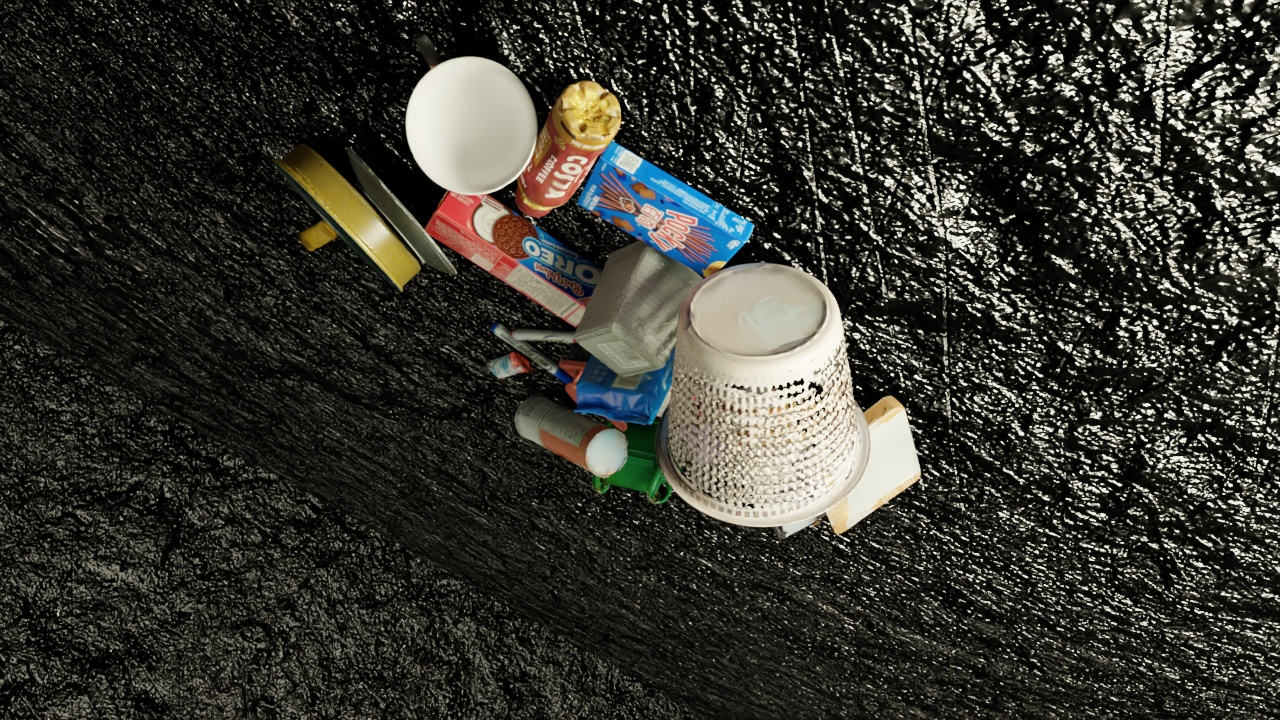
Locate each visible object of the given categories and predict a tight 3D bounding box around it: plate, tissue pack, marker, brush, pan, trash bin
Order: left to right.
[{"bbox_3d":[-0.376,-0.161,1.120,0.198,0.078,0.358,50,169,-22],"label":"pan"},{"bbox_3d":[-0.270,-0.158,1.017,0.179,0.024,0.179,48,173,7],"label":"plate"},{"bbox_3d":[-0.176,-0.252,0.863,0.018,0.015,0.124,11,148,31],"label":"marker"},{"bbox_3d":[-0.149,-0.008,1.287,0.145,0.016,0.017,37,152,-22],"label":"marker"},{"bbox_3d":[-0.115,-0.032,1.213,0.145,0.017,0.017,4,147,36],"label":"marker"},{"bbox_3d":[-0.047,0.040,1.212,0.063,0.069,0.146,7,156,35],"label":"brush"},{"bbox_3d":[-0.006,0.006,1.034,0.095,0.156,0.052,8,142,25],"label":"tissue pack"},{"bbox_3d":[0.119,0.020,0.914,0.228,0.226,0.192,14,140,21],"label":"trash bin"}]

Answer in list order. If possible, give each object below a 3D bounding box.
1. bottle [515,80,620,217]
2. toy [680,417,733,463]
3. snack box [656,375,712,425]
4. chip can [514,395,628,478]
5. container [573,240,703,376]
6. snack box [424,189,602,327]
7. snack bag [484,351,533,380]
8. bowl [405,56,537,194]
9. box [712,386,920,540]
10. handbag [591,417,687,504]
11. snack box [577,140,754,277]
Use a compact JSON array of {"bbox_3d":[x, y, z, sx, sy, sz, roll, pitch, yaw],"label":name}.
[{"bbox_3d":[-0.074,-0.186,0.845,0.057,0.057,0.175,31,153,-11],"label":"bottle"},{"bbox_3d":[0.095,0.110,1.269,0.084,0.038,0.108,-7,137,25],"label":"toy"},{"bbox_3d":[0.023,0.020,1.136,0.113,0.044,0.127,11,146,27],"label":"snack box"},{"bbox_3d":[-0.103,0.107,1.332,0.071,0.071,0.215,43,165,-33],"label":"chip can"},{"bbox_3d":[-0.003,-0.052,0.968,0.090,0.114,0.090,38,152,-24],"label":"container"},{"bbox_3d":[-0.135,-0.118,1.027,0.207,0.057,0.058,33,151,-14],"label":"snack box"},{"bbox_3d":[-0.195,0.008,1.346,0.104,0.026,0.048,-10,125,49],"label":"snack bag"},{"bbox_3d":[-0.147,-0.212,0.837,0.118,0.118,0.064,25,-167,0],"label":"bowl"},{"bbox_3d":[0.214,0.099,1.100,0.157,0.193,0.183,60,179,39],"label":"box"},{"bbox_3d":[-0.003,0.143,1.324,0.131,0.120,0.068,6,154,30],"label":"handbag"},{"bbox_3d":[0.022,-0.141,0.880,0.157,0.026,0.085,29,153,-7],"label":"snack box"}]
